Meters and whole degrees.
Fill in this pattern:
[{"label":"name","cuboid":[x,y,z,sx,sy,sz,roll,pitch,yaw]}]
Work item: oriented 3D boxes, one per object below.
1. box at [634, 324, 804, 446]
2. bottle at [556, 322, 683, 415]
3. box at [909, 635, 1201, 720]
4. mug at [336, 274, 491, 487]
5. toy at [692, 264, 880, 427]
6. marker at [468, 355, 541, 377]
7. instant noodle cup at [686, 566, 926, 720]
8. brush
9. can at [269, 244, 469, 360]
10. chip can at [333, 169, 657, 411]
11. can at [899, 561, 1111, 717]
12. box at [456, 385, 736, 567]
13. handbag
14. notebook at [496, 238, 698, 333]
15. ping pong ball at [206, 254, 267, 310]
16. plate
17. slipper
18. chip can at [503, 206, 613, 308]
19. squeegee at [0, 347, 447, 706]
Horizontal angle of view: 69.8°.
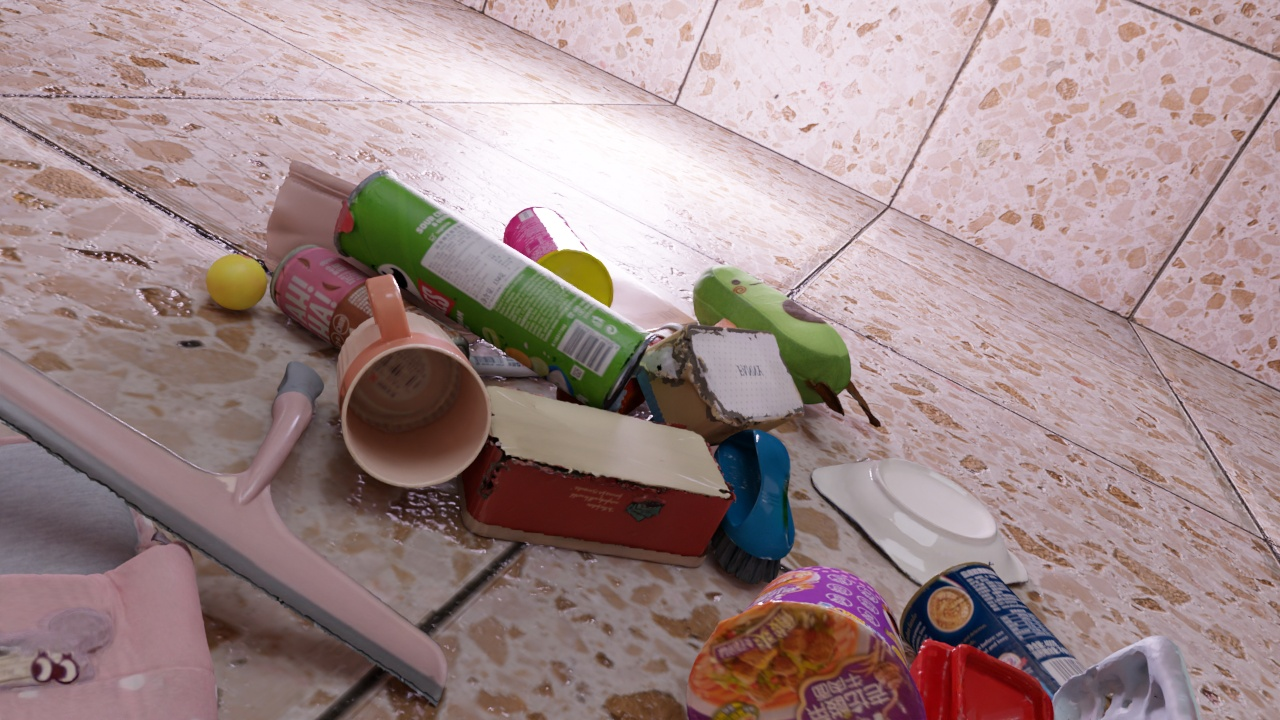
[{"label":"box","cuboid":[0.072,0.021,0.755,0.184,0.061,0.089,6,60,-59]},{"label":"bottle","cuboid":[-0.005,0.005,0.780,0.060,0.060,0.205,29,22,12]},{"label":"box","cuboid":[0.186,0.202,0.409,0.119,0.098,0.200,22,35,6]},{"label":"mug","cuboid":[-0.144,0.005,0.551,0.081,0.115,0.106,-16,20,-16]},{"label":"toy","cuboid":[0.141,-0.020,0.941,0.247,0.090,0.226,41,19,28]},{"label":"marker","cuboid":[-0.090,0.006,0.749,0.145,0.017,0.017,2,31,-42]},{"label":"instant noodle cup","cuboid":[0.090,0.160,0.469,0.111,0.112,0.099,29,15,13]},{"label":"brush","cuboid":[0.081,0.091,0.649,0.055,0.074,0.143,18,23,-5]},{"label":"can","cuboid":[-0.195,-0.027,0.663,0.147,0.058,0.057,31,23,18]},{"label":"chip can","cuboid":[-0.104,-0.048,0.656,0.236,0.072,0.072,31,23,8]},{"label":"can","cuboid":[0.223,0.190,0.566,0.075,0.075,0.111,11,26,-29]},{"label":"box","cuboid":[-0.027,0.068,0.592,0.168,0.076,0.091,14,25,-24]},{"label":"handbag","cuboid":[-0.205,-0.109,0.827,0.193,0.093,0.234,23,14,-4]},{"label":"notebook","cuboid":[-0.062,-0.078,0.941,0.211,0.012,0.149,37,33,32]},{"label":"ping pong ball","cuboid":[-0.290,-0.056,0.658,0.040,0.040,0.040,20,23,-9]},{"label":"plate","cuboid":[0.242,0.128,0.779,0.164,0.034,0.163,3,30,-40]},{"label":"slipper","cuboid":[-0.222,0.104,0.346,0.114,0.054,0.274,6,27,-37]},{"label":"chip can","cuboid":[-0.078,-0.085,0.809,0.071,0.071,0.210,16,14,-18]},{"label":"squeegee","cuboid":[-0.194,0.035,0.495,0.247,0.040,0.249,41,4,-20]}]
